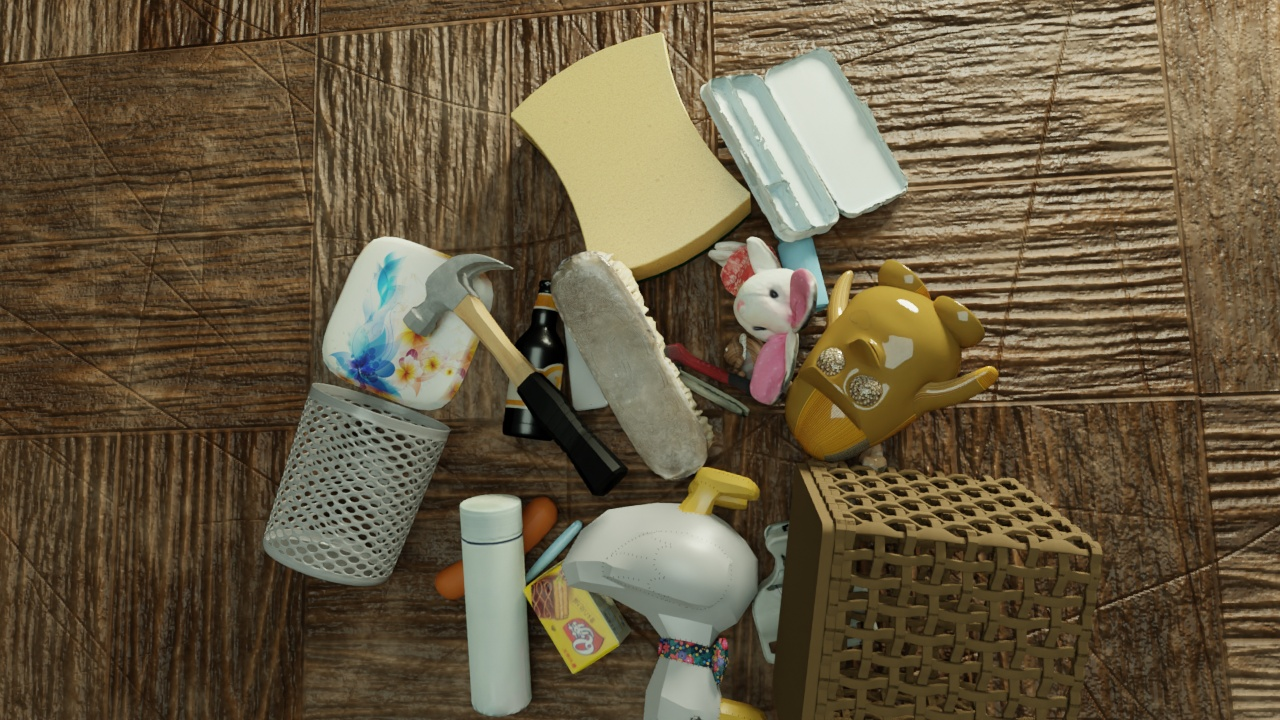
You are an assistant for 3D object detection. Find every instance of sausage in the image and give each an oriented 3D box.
[{"bbox_3d":[-0.160,0.214,1.036,0.164,0.039,0.044,-38,82,2],"label":"sausage"}]

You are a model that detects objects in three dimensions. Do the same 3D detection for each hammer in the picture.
[{"bbox_3d":[-0.129,0.013,0.996,0.131,0.039,0.328,-46,67,10],"label":"hammer"}]

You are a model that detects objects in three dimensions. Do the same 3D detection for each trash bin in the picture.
[{"bbox_3d":[-0.315,0.137,1.011,0.156,0.156,0.183,19,88,10],"label":"trash bin"}]

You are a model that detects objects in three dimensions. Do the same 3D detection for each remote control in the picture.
[{"bbox_3d":[-0.064,-0.016,1.063,0.045,0.008,0.146,-10,81,20],"label":"remote control"}]

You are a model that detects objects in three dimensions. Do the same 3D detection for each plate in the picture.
[{"bbox_3d":[-0.282,-0.047,1.098,0.187,0.016,0.187,21,86,10],"label":"plate"}]

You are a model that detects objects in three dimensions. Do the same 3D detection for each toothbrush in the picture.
[{"bbox_3d":[-0.121,0.238,1.040,0.155,0.022,0.016,-46,122,1],"label":"toothbrush"}]

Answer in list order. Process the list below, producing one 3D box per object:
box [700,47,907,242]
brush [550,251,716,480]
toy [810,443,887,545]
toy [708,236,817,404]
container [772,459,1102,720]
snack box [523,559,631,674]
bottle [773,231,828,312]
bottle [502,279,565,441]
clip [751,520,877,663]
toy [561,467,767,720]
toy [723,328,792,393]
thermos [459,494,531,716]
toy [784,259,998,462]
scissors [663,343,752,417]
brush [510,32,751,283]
[{"bbox_3d":[0.182,-0.245,1.031,0.192,0.061,0.209,-24,80,-26],"label":"box"},{"bbox_3d":[-0.006,0.006,0.991,0.083,0.056,0.271,-27,99,15],"label":"brush"},{"bbox_3d":[0.238,0.144,0.982,0.085,0.074,0.106,-16,85,-8],"label":"toy"},{"bbox_3d":[0.132,-0.069,0.978,0.084,0.159,0.194,-1,42,-21],"label":"toy"},{"bbox_3d":[0.248,0.244,0.837,0.214,0.219,0.252,5,98,3],"label":"container"},{"bbox_3d":[-0.068,0.270,0.994,0.061,0.083,0.105,-34,80,3],"label":"snack box"},{"bbox_3d":[0.177,-0.117,1.030,0.040,0.040,0.130,-13,81,6],"label":"bottle"},{"bbox_3d":[-0.116,-0.001,1.047,0.059,0.059,0.181,6,84,9],"label":"bottle"},{"bbox_3d":[0.177,0.243,0.980,0.125,0.074,0.143,-15,86,3],"label":"clip"},{"bbox_3d":[0.040,0.243,0.936,0.247,0.141,0.267,20,73,3],"label":"toy"},{"bbox_3d":[0.132,0.009,1.021,0.054,0.042,0.102,-28,72,-16],"label":"toy"},{"bbox_3d":[-0.155,0.261,0.987,0.068,0.067,0.230,-1,99,8],"label":"thermos"},{"bbox_3d":[0.232,0.012,0.943,0.203,0.162,0.198,-46,58,-2],"label":"toy"},{"bbox_3d":[0.042,0.001,1.032,0.147,0.015,0.188,-35,94,39],"label":"scissors"},{"bbox_3d":[-0.010,-0.225,1.052,0.195,0.075,0.250,-27,80,4],"label":"brush"}]
